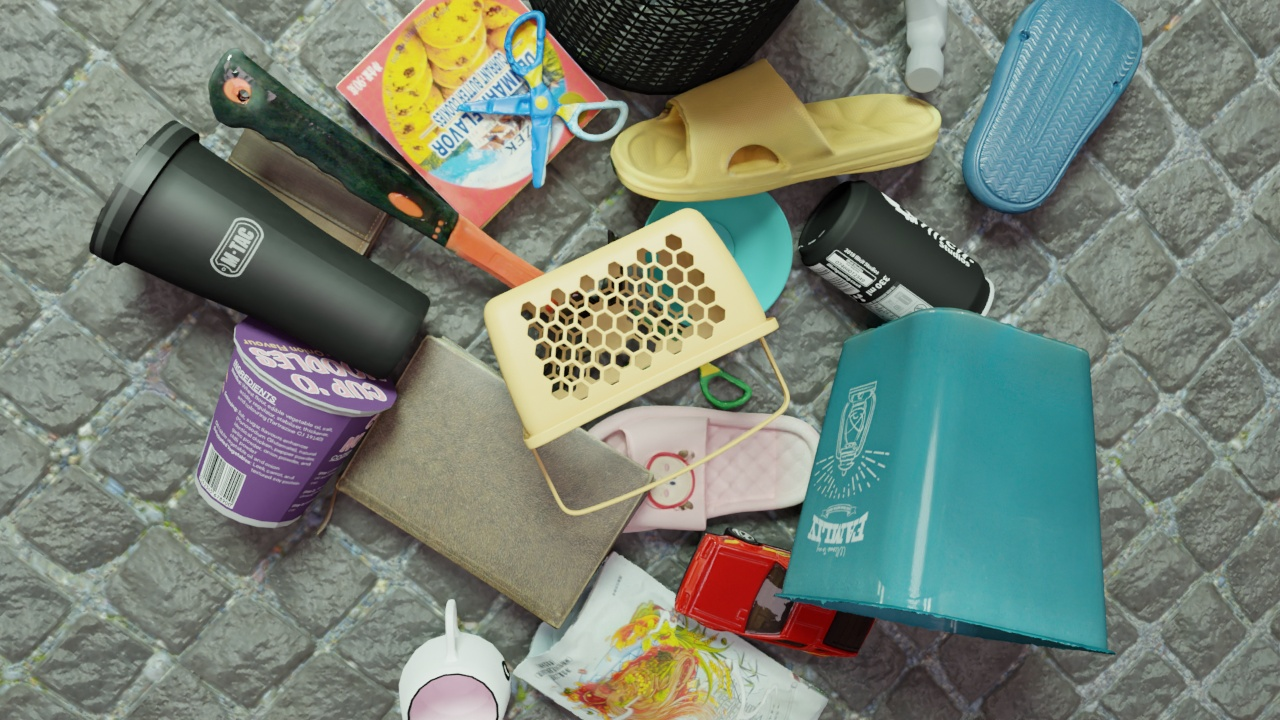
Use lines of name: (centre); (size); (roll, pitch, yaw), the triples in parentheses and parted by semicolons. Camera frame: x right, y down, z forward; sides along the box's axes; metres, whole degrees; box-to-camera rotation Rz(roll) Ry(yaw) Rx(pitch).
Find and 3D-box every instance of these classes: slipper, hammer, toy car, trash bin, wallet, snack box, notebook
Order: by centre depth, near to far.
trash bin: (0.033, -0.297, 0.592); (0.217, 0.243, 0.217); (-2, 100, -9)
hammer: (0.161, -0.337, 0.623); (0.030, 0.124, 0.311); (-6, 145, 30)
hammer: (-0.150, -0.103, 0.662); (0.333, 0.033, 0.133); (32, 101, -28)
snack box: (-0.124, -0.198, 0.689); (0.142, 0.040, 0.145); (-44, 104, 1)
wallet: (-0.247, -0.132, 0.691); (0.121, 0.027, 0.099); (31, 99, -14)
slipper: (0.105, -0.184, 0.692); (0.263, 0.099, 0.078); (-8, 130, -12)
trash bin: (0.234, 0.094, 0.702); (0.199, 0.197, 0.218); (15, 74, -16)
notebook: (-0.126, 0.110, 0.723); (0.215, 0.034, 0.190); (33, 93, 2)
slipper: (0.326, -0.214, 0.749); (0.104, 0.059, 0.213); (33, 82, -3)
slipper: (0.048, 0.089, 0.760); (0.221, 0.055, 0.107); (-4, 99, -8)
toy car: (0.120, 0.202, 0.782); (0.189, 0.056, 0.081); (21, 95, -22)

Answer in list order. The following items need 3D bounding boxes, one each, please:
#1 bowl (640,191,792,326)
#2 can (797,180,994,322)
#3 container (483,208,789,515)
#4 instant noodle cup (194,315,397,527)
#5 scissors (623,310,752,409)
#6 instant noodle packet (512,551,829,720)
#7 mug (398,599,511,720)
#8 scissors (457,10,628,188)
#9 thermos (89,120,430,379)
bowl: (0.056, -0.087, 0.734); (0.121, 0.046, 0.121); (-1, 100, -9)
can: (0.205, -0.076, 0.742); (0.146, 0.080, 0.080); (32, 94, -13)
container: (-0.004, 0.004, 0.649); (0.183, 0.129, 0.167); (-27, 94, -7)
instant noodle cup: (-0.270, 0.047, 0.686); (0.137, 0.121, 0.122); (40, 106, 31)
scissors: (0.049, -0.015, 0.763); (0.129, 0.012, 0.117); (33, 93, -14)
instant noodle packet: (0.034, 0.289, 0.796); (0.269, 0.057, 0.147); (39, 90, -17)
mug: (-0.152, 0.253, 0.748); (0.090, 0.076, 0.124); (-2, 100, -8)
scissors: (-0.069, -0.190, 0.673); (0.129, 0.013, 0.125); (3, 100, -8)
thermos: (-0.263, -0.069, 0.650); (0.218, 0.106, 0.106); (31, 94, -20)
